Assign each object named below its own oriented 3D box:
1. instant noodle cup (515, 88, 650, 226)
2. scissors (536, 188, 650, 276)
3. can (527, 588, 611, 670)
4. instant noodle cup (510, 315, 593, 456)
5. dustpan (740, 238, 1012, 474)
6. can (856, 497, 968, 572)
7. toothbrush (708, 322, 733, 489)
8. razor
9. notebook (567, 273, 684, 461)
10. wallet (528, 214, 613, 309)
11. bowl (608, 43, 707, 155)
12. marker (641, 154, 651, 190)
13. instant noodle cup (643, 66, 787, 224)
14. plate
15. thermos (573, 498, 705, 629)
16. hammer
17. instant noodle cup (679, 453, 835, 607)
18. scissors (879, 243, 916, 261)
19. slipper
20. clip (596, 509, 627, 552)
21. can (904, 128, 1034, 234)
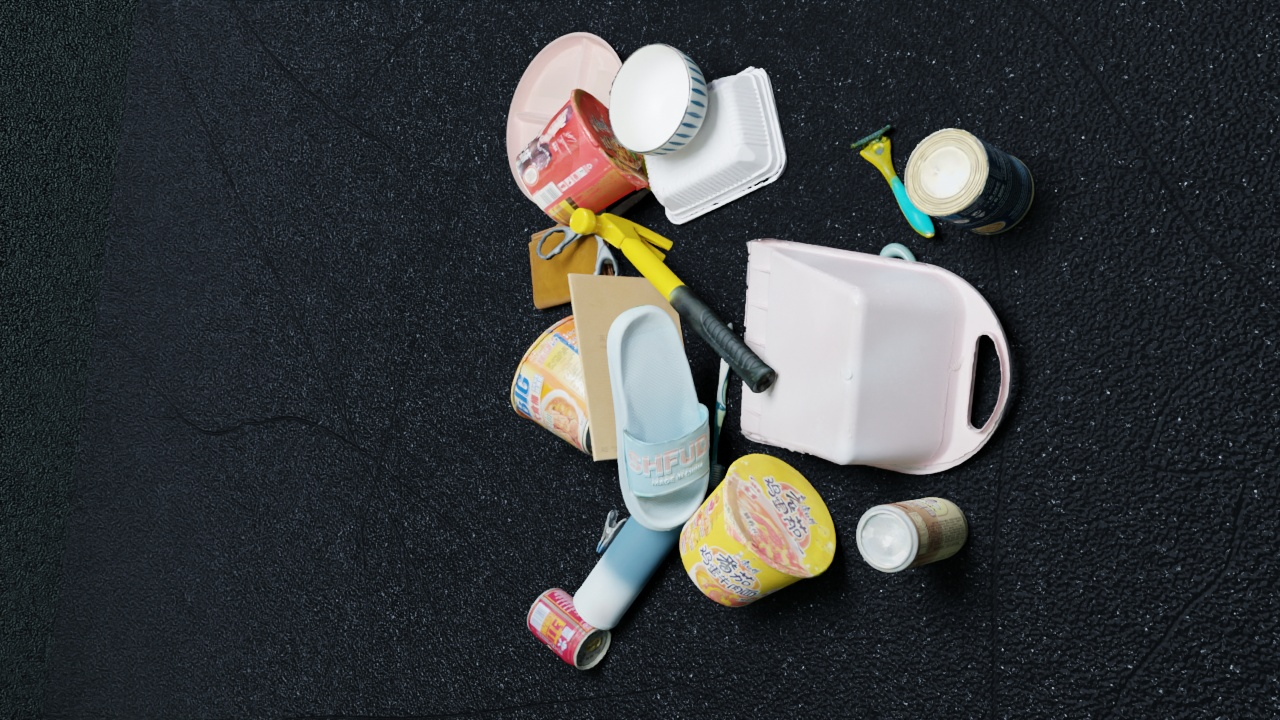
[{"bbox_3d":[-0.073,-0.232,1.081,0.109,0.137,0.137,-34,66,22],"label":"instant noodle cup"},{"bbox_3d":[-0.055,-0.168,1.148,0.159,0.014,0.181,-2,89,13],"label":"scissors"},{"bbox_3d":[-0.090,0.339,1.159,0.094,0.066,0.066,26,105,39],"label":"can"},{"bbox_3d":[-0.063,0.036,1.103,0.111,0.151,0.151,36,112,28],"label":"instant noodle cup"},{"bbox_3d":[0.221,0.002,0.916,0.273,0.138,0.223,-143,53,-65],"label":"dustpan"},{"bbox_3d":[0.248,0.157,0.833,0.059,0.116,0.058,-3,85,42],"label":"can"},{"bbox_3d":[0.095,0.053,1.042,0.018,0.016,0.191,8,94,32],"label":"toothbrush"},{"bbox_3d":[0.255,-0.171,0.900,0.043,0.028,0.132,-26,65,5],"label":"razor"},{"bbox_3d":[-0.006,0.006,1.045,0.012,0.149,0.211,-21,73,51],"label":"notebook"},{"bbox_3d":[-0.095,-0.137,1.205,0.131,0.035,0.119,-10,81,39],"label":"wallet"},{"bbox_3d":[0.028,-0.279,1.002,0.117,0.066,0.116,-1,89,42],"label":"bowl"},{"bbox_3d":[0.006,-0.269,1.131,0.018,0.015,0.124,-8,77,3],"label":"marker"},{"bbox_3d":[0.072,-0.246,1.047,0.174,0.060,0.138,-20,75,41],"label":"instant noodle cup"},{"bbox_3d":[-0.094,-0.315,1.216,0.230,0.028,0.229,-3,86,41],"label":"plate"},{"bbox_3d":[-0.003,0.223,1.089,0.070,0.070,0.221,48,118,32],"label":"thermos"},{"bbox_3d":[0.044,-0.072,1.013,0.300,0.128,0.033,49,119,33],"label":"hammer"},{"bbox_3d":[0.113,0.182,0.948,0.110,0.137,0.138,-47,59,39],"label":"instant noodle cup"},{"bbox_3d":[0.207,-0.047,0.944,0.181,0.019,0.170,25,107,38],"label":"scissors"},{"bbox_3d":[0.026,0.063,0.971,0.074,0.104,0.245,16,119,65],"label":"slipper"},{"bbox_3d":[-0.035,0.217,1.147,0.027,0.024,0.056,31,102,35],"label":"clip"},{"bbox_3d":[0.291,-0.156,0.812,0.075,0.111,0.075,-2,86,42],"label":"can"}]
